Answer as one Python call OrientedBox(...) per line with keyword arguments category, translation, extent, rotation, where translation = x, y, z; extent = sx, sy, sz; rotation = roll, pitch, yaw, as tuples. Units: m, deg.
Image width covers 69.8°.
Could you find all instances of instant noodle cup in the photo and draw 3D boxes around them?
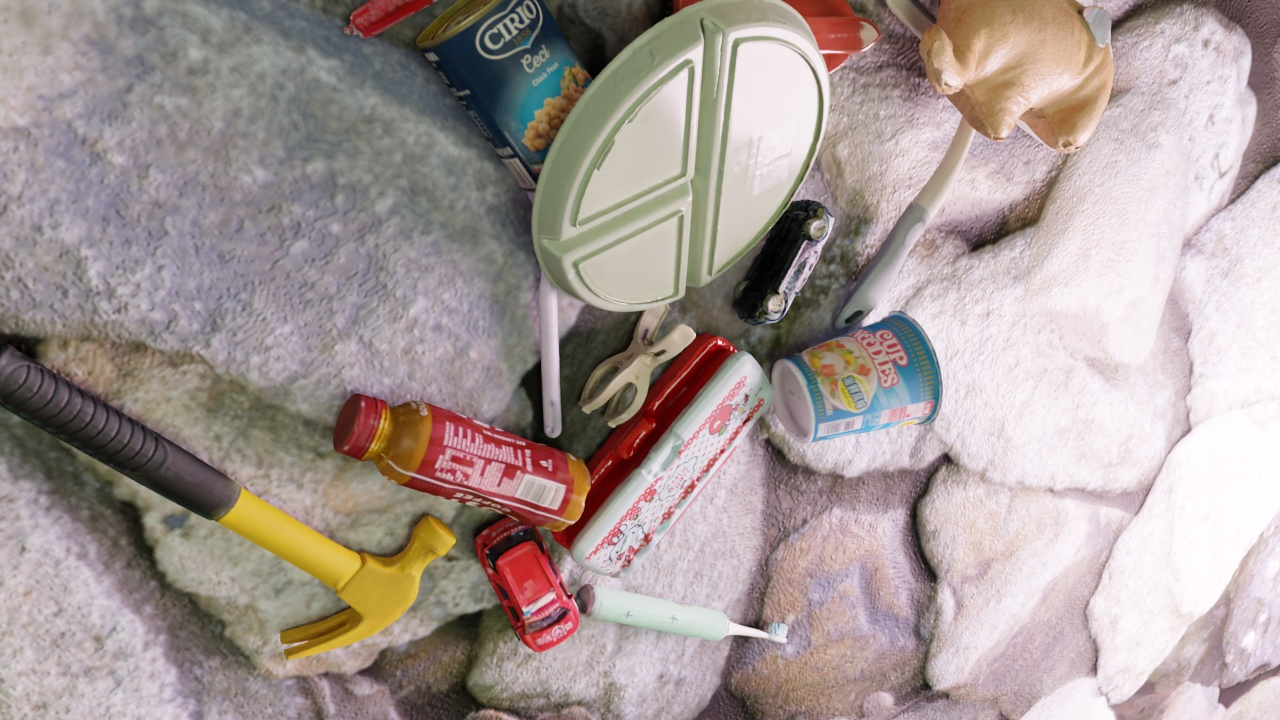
OrientedBox(category="instant noodle cup", translation=(0.169, 0.021, 0.739), extent=(0.109, 0.099, 0.099), rotation=(-15, 115, -14))

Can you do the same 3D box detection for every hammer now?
OrientedBox(category="hammer", translation=(-0.262, 0.089, 0.575), extent=(0.128, 0.033, 0.300), rotation=(-49, 122, -4))

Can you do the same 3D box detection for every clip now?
OrientedBox(category="clip", translation=(-0.006, 0.002, 0.674), extent=(0.034, 0.064, 0.098), rotation=(30, 100, -31))

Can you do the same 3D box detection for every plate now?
OrientedBox(category="plate", translation=(0.034, -0.119, 0.588), extent=(0.229, 0.027, 0.231), rotation=(-29, 149, -19))

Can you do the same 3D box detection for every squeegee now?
OrientedBox(category="squeegee", translation=(0.227, -0.131, 0.740), extent=(0.246, 0.039, 0.246), rotation=(25, 96, -32))

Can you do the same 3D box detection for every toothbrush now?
OrientedBox(category="toothbrush", translation=(-0.064, -0.032, 0.640), extent=(0.029, 0.021, 0.189), rotation=(6, 112, 11))
OrientedBox(category="toothbrush", translation=(0.044, 0.222, 0.783), extent=(0.224, 0.026, 0.027), rotation=(21, 76, -31))

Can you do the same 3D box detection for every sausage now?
OrientedBox(category="sausage", translation=(-0.104, -0.228, 0.536), extent=(0.156, 0.020, 0.020), rotation=(-30, 119, -5))

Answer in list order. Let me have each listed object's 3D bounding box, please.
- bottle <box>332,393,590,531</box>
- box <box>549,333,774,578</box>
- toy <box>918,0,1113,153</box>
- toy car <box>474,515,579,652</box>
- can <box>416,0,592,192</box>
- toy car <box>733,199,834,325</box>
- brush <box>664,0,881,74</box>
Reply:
OrientedBox(category="bottle", translation=(-0.119, 0.068, 0.625), extent=(0.174, 0.057, 0.057), rotation=(24, 96, -32))
OrientedBox(category="box", translation=(0.024, 0.080, 0.697), extent=(0.201, 0.068, 0.090), rotation=(-50, 123, -3))
OrientedBox(category="toy", translation=(0.265, -0.231, 0.677), extent=(0.225, 0.083, 0.143), rotation=(-2, 75, -34))
OrientedBox(category="toy car", translation=(-0.083, 0.171, 0.690), extent=(0.053, 0.045, 0.120), rotation=(-29, 121, -14))
OrientedBox(category="can", translation=(-0.070, -0.166, 0.553), extent=(0.075, 0.075, 0.111), rotation=(-41, 122, -8))
OrientedBox(category="toy car", translation=(0.109, -0.072, 0.695), extent=(0.031, 0.049, 0.105), rotation=(27, 96, -29))
OrientedBox(category="brush", translation=(0.089, -0.219, 0.618), extent=(0.145, 0.069, 0.063), rotation=(-9, 113, -24))
